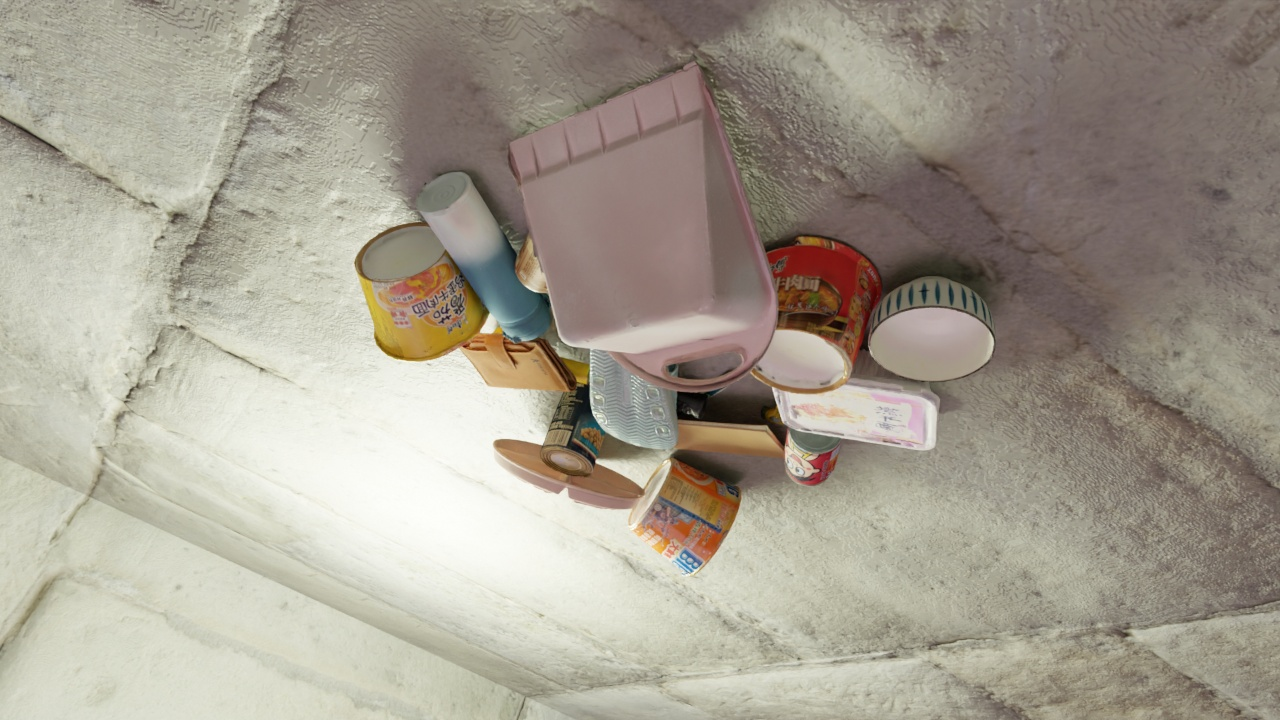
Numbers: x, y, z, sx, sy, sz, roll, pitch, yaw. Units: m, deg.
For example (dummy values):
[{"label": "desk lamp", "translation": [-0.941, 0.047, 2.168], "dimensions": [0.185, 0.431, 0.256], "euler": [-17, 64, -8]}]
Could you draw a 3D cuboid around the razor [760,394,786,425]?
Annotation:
[{"label": "razor", "translation": [0.173, 0.038, 1.102], "dimensions": [0.043, 0.028, 0.133], "euler": [17, 145, 10]}]

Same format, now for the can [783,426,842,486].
[{"label": "can", "translation": [0.214, 0.110, 1.146], "dimensions": [0.066, 0.066, 0.094], "euler": [12, 147, 11]}]

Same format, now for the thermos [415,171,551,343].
[{"label": "thermos", "translation": [-0.166, -0.108, 1.022], "dimensions": [0.070, 0.070, 0.220], "euler": [0, 142, 27]}]

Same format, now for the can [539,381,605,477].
[{"label": "can", "translation": [-0.084, 0.092, 1.229], "dimensions": [0.075, 0.111, 0.075], "euler": [13, 147, 9]}]

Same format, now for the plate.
[{"label": "plate", "translation": [-0.104, 0.163, 1.308], "dimensions": [0.229, 0.028, 0.229], "euler": [19, -177, -1]}]

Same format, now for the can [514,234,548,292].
[{"label": "can", "translation": [-0.091, -0.123, 0.968], "dimensions": [0.058, 0.058, 0.117], "euler": [26, 147, -10]}]

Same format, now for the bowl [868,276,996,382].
[{"label": "bowl", "translation": [0.282, -0.038, 0.891], "dimensions": [0.116, 0.066, 0.117], "euler": [9, 144, 6]}]

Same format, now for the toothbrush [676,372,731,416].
[{"label": "toothbrush", "translation": [0.073, 0.055, 1.182], "dimensions": [0.016, 0.018, 0.192], "euler": [28, 146, -15]}]

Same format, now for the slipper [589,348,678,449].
[{"label": "slipper", "translation": [-0.006, 0.006, 1.076], "dimensions": [0.104, 0.074, 0.246], "euler": [7, 130, 16]}]

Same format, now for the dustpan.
[{"label": "dustpan", "translation": [0.012, -0.104, 0.864], "dimensions": [0.223, 0.273, 0.138], "euler": [-9, 175, 34]}]

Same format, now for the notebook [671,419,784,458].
[{"label": "notebook", "translation": [0.081, 0.103, 1.216], "dimensions": [0.212, 0.012, 0.149], "euler": [3, 162, 23]}]

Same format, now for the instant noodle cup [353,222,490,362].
[{"label": "instant noodle cup", "translation": [-0.255, -0.084, 1.051], "dimensions": [0.138, 0.137, 0.110], "euler": [7, 137, 18]}]

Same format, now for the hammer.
[{"label": "hammer", "translation": [-0.062, 0.019, 1.174], "dimensions": [0.301, 0.032, 0.129], "euler": [15, 147, 12]}]

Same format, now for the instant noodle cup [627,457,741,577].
[{"label": "instant noodle cup", "translation": [0.058, 0.219, 1.322], "dimensions": [0.111, 0.151, 0.152], "euler": [33, 146, -6]}]

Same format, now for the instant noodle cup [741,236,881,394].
[{"label": "instant noodle cup", "translation": [0.165, -0.038, 0.917], "dimensions": [0.138, 0.108, 0.138], "euler": [13, 147, 8]}]

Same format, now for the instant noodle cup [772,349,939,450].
[{"label": "instant noodle cup", "translation": [0.238, 0.034, 1.002], "dimensions": [0.174, 0.060, 0.138], "euler": [7, 152, 20]}]

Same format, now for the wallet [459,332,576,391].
[{"label": "wallet", "translation": [-0.159, -0.003, 1.145], "dimensions": [0.131, 0.035, 0.119], "euler": [3, 148, 28]}]
